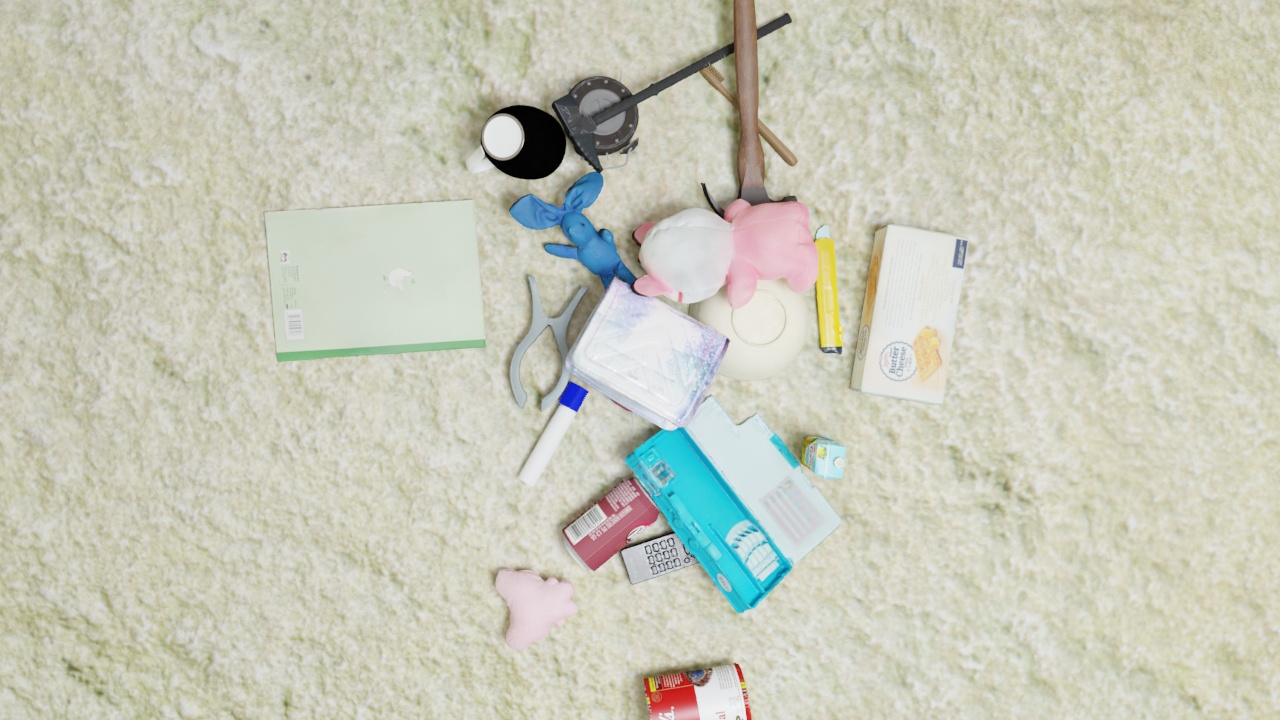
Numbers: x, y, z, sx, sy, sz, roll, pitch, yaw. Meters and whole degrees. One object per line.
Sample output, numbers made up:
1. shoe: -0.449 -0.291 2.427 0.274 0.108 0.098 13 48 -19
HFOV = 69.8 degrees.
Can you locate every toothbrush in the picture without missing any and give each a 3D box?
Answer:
1. toothbrush: 0.135 -0.303 1.134 0.016 0.016 0.167 -44 92 -10

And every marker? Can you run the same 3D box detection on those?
1. marker: -0.107 0.089 1.114 0.023 0.027 0.133 29 88 33

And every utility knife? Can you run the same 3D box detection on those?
1. utility knife: 0.234 -0.088 1.141 0.030 0.017 0.163 -3 91 -9

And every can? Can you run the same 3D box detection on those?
1. can: 0.068 0.415 1.098 0.116 0.086 0.086 -8 91 -3
2. can: -0.036 0.196 1.101 0.114 0.063 0.063 -39 93 -3

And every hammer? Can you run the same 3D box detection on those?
1. hammer: 0.126 -0.318 1.096 0.115 0.033 0.323 -5 103 -4
2. hammer: 0.054 -0.337 1.100 0.324 0.015 0.095 -32 98 -14

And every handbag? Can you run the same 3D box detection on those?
1. handbag: 0.007 -0.007 1.055 0.158 0.069 0.126 30 76 -5

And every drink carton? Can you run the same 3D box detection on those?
1. drink carton: 0.215 0.114 1.085 0.038 0.129 0.044 7 90 3

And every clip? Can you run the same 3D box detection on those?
1. clip: -0.099 -0.016 1.114 0.107 0.028 0.163 8 90 -5

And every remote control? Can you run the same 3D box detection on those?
1. remote control: 0.052 0.230 1.130 0.150 0.022 0.047 -16 91 -5

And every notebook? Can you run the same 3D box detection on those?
1. notebook: -0.319 -0.097 1.108 0.252 0.010 0.182 -4 91 -3

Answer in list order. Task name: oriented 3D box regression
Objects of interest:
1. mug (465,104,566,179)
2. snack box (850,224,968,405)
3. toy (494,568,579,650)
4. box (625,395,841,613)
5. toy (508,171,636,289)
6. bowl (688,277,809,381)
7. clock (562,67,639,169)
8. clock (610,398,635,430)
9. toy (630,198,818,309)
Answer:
1. mug: -0.156 -0.248 1.067 0.119 0.100 0.085 -21 92 16
2. snack box: 0.329 -0.055 1.128 0.104 0.057 0.208 9 89 -4
3. toy: -0.122 0.293 1.100 0.096 0.053 0.099 -13 86 3
4. box: 0.112 0.161 1.109 0.184 0.056 0.227 -34 84 -30
5. toy: -0.059 -0.146 1.091 0.113 0.071 0.176 -38 101 8
6. bowl: 0.137 -0.049 1.106 0.150 0.075 0.150 0 90 -3
7. clock: -0.048 -0.288 1.106 0.091 0.044 0.123 -10 91 -10
8. clock: -0.007 0.007 1.110 0.096 0.048 0.137 -24 93 -3
9. toy: 0.093 -0.129 1.056 0.213 0.084 0.141 -6 55 7
